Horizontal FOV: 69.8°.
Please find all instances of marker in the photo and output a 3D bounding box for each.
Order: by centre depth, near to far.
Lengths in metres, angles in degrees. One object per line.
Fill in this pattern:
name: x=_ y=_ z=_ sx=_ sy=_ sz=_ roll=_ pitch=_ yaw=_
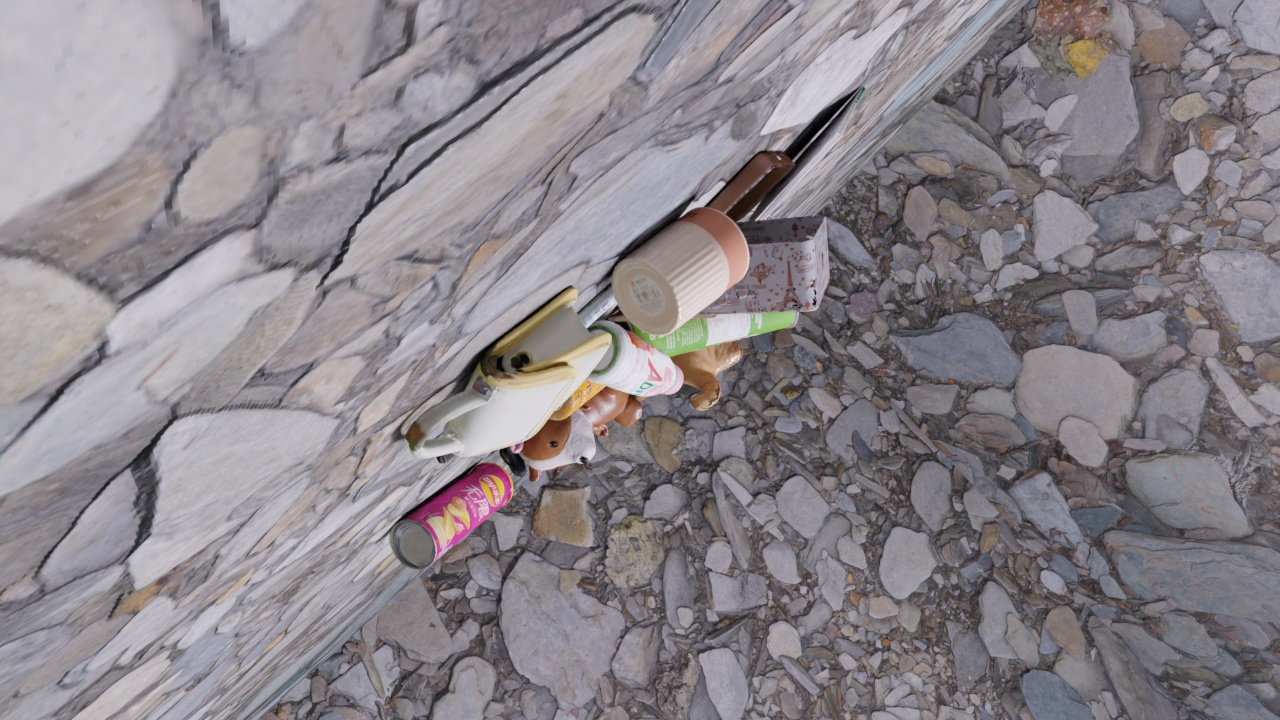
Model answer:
marker: x=-0.028 y=-0.063 z=0.883 sx=0.145 sy=0.017 sz=0.017 roll=-43 pitch=177 yaw=-9

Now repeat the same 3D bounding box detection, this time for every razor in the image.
razor: x=-0.156 y=0.108 z=1.409 sx=0.068 sy=0.062 sz=0.167 roll=-6 pitch=-150 yaw=39

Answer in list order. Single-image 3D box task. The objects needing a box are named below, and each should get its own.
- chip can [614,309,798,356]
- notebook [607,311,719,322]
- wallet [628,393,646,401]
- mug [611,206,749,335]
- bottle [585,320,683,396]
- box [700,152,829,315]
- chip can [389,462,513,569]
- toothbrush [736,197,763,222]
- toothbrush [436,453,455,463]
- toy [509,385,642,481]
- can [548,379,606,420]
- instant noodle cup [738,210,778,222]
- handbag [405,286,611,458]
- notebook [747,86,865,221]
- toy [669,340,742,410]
chip can: x=0.085 y=-0.052 z=1.177 sx=0.235 sy=0.072 sz=0.072 roll=-14 pitch=166 yaw=-20
notebook: x=0.076 y=-0.077 z=1.117 sx=0.148 sy=0.008 sz=0.207 roll=-1 pitch=-164 yaw=35
wallet: x=-0.010 y=0.007 z=1.373 sx=0.040 sy=0.106 sz=0.133 roll=-15 pitch=169 yaw=-15
mug: x=0.032 y=-0.072 z=0.849 sx=0.105 sy=0.081 sz=0.115 roll=-39 pitch=164 yaw=-37
bottle: x=-0.006 y=0.006 z=1.058 sx=0.068 sy=0.068 sz=0.196 roll=-44 pitch=155 yaw=11
box: x=0.127 y=-0.153 z=1.017 sx=0.151 sy=0.168 sz=0.181 roll=0 pitch=-163 yaw=16
chip can: x=-0.252 y=0.206 z=1.247 sx=0.072 sy=0.071 sz=0.210 roll=-44 pitch=177 yaw=24
toothbrush: x=0.100 y=-0.160 z=1.202 sx=0.191 sy=0.018 sz=0.016 roll=-42 pitch=179 yaw=-9
toothbrush: x=-0.124 y=0.035 z=0.901 sx=0.026 sy=0.027 sz=0.212 roll=6 pitch=-146 yaw=39
toy: x=-0.092 y=0.091 z=1.312 sx=0.199 sy=0.130 sz=0.140 roll=-33 pitch=140 yaw=-11
can: x=-0.068 y=0.016 z=1.071 sx=0.058 sy=0.058 sz=0.145 roll=-45 pitch=177 yaw=35
instant noodle cup: x=0.160 y=-0.154 z=1.315 sx=0.111 sy=0.111 sz=0.099 roll=-42 pitch=170 yaw=-23
handbag: x=-0.115 y=0.034 z=0.742 sx=0.178 sy=0.063 sz=0.164 roll=-37 pitch=173 yaw=-34
notebook: x=0.197 y=-0.240 z=1.150 sx=0.210 sy=0.012 sz=0.150 roll=-47 pitch=-174 yaw=43
toy: x=0.079 y=-0.023 z=1.343 sx=0.082 sy=0.144 sz=0.225 roll=50 pitch=43 yaw=-52
